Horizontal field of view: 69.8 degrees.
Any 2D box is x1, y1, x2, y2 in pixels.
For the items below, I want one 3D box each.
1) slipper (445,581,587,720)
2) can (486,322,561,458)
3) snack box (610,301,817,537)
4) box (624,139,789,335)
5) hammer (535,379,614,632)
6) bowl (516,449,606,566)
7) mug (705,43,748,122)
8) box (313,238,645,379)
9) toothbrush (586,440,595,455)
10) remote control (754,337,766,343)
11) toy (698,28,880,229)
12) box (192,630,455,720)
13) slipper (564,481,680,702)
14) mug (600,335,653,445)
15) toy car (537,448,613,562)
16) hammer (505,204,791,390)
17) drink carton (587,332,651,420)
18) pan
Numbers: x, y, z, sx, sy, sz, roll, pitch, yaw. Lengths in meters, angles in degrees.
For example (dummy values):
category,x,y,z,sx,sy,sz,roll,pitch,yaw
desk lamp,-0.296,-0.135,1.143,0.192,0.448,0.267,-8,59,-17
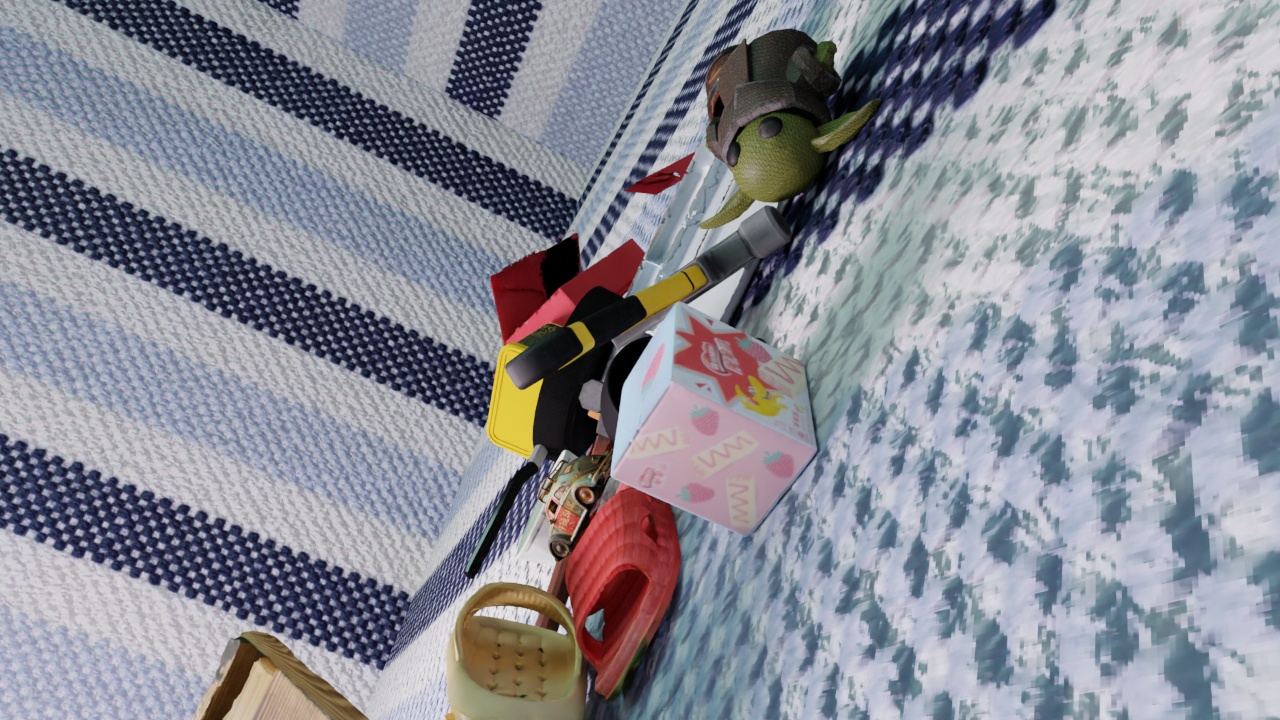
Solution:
category,x,y,z,sx,sy,sz,roll,pitch,yaw
slipper,-0.085,0.208,0.678,0.261,0.111,0.079,163,121,-82
can,-0.117,0.032,1.072,0.100,0.072,0.131,-41,-31,-60
snack box,0.043,0.033,0.549,0.080,0.094,0.092,-59,12,30
box,0.065,-0.109,0.853,0.190,0.037,0.209,29,95,60
hammer,-0.059,0.164,0.822,0.111,0.028,0.301,10,-80,-65
bowl,-0.072,0.152,0.904,0.117,0.061,0.117,-157,93,-85
mug,0.122,-0.283,0.948,0.116,0.080,0.107,-31,27,22
box,-0.210,-0.046,1.282,0.469,0.138,0.213,-18,15,34
toothbrush,-0.069,0.127,1.080,0.015,0.015,0.184,117,170,-48
remote control,0.069,0.004,0.714,0.046,0.009,0.124,-66,11,-5
toy,0.106,-0.197,0.742,0.180,0.078,0.152,-32,43,40
box,-0.188,0.347,0.539,0.279,0.264,0.270,-65,13,-7
slipper,-0.019,0.145,0.695,0.104,0.059,0.248,-61,10,22
mug,0.017,0.026,0.737,0.118,0.085,0.100,-59,-6,-26
toy car,-0.056,0.109,0.736,0.047,0.047,0.112,-48,-15,-56
hammer,-0.003,-0.034,0.626,0.170,0.034,0.323,-33,0,25
drink carton,-0.006,0.006,0.955,0.076,0.048,0.124,-45,23,61
pan,-0.090,0.079,0.994,0.204,0.044,0.354,90,-158,-59
